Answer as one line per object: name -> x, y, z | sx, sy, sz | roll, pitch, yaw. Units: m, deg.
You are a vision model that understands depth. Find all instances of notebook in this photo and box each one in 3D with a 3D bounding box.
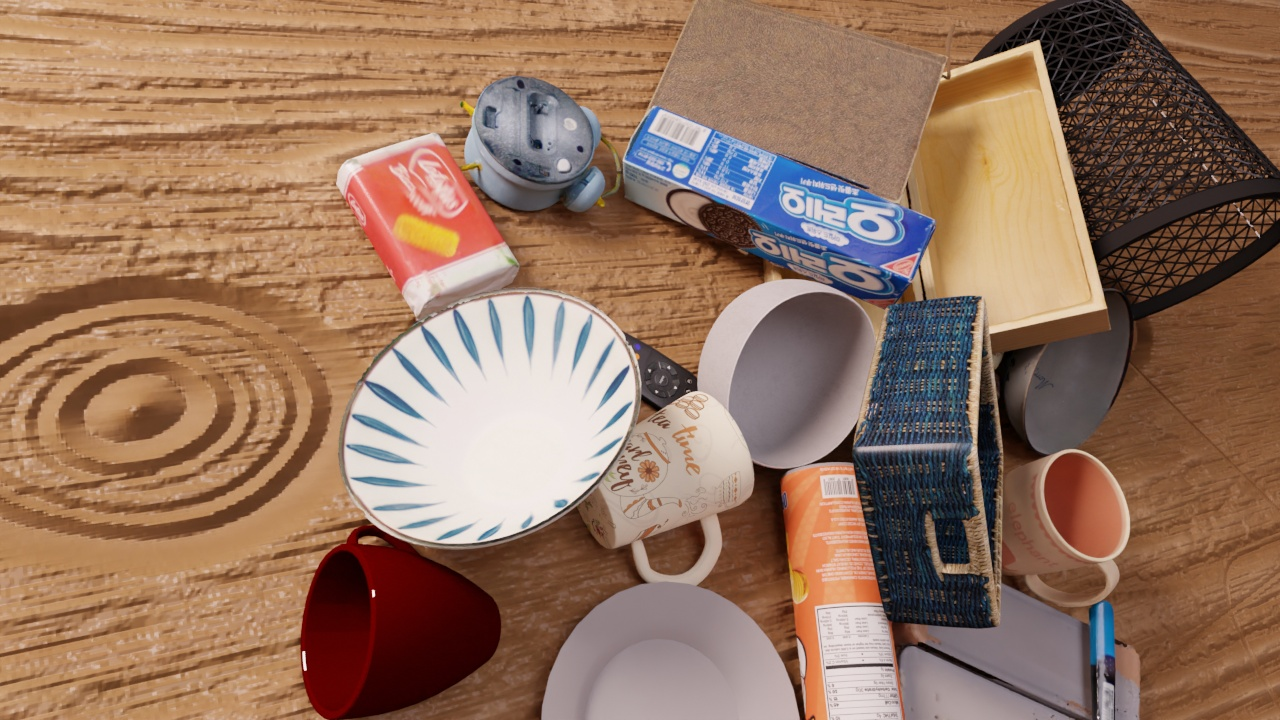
notebook -> 0.131, -0.226, 0.737 | 0.215, 0.034, 0.189 | 21, 73, 9

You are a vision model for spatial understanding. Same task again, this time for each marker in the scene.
marker -> 0.337, 0.237, 0.671 | 0.018, 0.015, 0.122 | 20, 63, -14

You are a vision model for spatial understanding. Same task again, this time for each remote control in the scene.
remote control -> -0.004, 0.004, 0.652 | 0.124, 0.010, 0.039 | 34, 58, -9

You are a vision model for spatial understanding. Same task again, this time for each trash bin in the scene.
trash bin -> 0.415, -0.182, 0.830 | 0.216, 0.218, 0.243 | -3, 63, -27

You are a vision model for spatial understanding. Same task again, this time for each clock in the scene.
clock -> -0.069, -0.153, 0.667 | 0.124, 0.052, 0.088 | 7, 64, -24

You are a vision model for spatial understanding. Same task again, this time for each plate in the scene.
plate -> 0.019, 0.224, 0.560 | 0.172, 0.019, 0.172 | 10, 64, -22

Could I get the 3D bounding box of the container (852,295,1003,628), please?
container -> 0.197, 0.061, 0.612 | 0.186, 0.071, 0.145 | -58, 137, -52

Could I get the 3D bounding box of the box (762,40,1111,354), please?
box -> 0.224, -0.126, 0.749 | 0.261, 0.097, 0.247 | -3, 66, 4

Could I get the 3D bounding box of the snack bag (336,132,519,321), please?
snack bag -> -0.142, -0.091, 0.613 | 0.076, 0.036, 0.116 | -28, 82, -32

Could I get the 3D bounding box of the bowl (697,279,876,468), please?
bowl -> 0.096, 0.005, 0.649 | 0.131, 0.064, 0.132 | -11, 113, -28

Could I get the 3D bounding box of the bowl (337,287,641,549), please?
bowl -> -0.081, 0.046, 0.544 | 0.177, 0.071, 0.177 | -7, 51, 9

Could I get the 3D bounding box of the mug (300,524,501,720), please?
mug -> -0.128, 0.136, 0.503 | 0.088, 0.087, 0.114 | 13, 33, -40

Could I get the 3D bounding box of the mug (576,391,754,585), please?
mug -> 0.015, 0.094, 0.597 | 0.097, 0.081, 0.122 | -22, 105, -24

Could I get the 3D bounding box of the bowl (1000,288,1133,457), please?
bowl -> 0.350, 0.004, 0.778 | 0.150, 0.057, 0.151 | -14, 116, -31

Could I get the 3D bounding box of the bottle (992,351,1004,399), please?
bottle -> 0.277, -0.041, 0.780 | 0.056, 0.057, 0.161 | 15, 62, -19

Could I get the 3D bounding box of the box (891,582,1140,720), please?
box -> 0.271, 0.243, 0.666 | 0.216, 0.043, 0.148 | 27, 63, -13

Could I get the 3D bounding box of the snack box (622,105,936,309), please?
snack box -> 0.097, -0.113, 0.679 | 0.226, 0.059, 0.059 | 24, 72, 8

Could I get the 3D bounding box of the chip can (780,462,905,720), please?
chip can -> 0.135, 0.178, 0.611 | 0.062, 0.062, 0.210 | 7, 65, -23

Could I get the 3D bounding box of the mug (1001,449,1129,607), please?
mug -> 0.301, 0.133, 0.686 | 0.085, 0.105, 0.111 | -29, 84, -32
